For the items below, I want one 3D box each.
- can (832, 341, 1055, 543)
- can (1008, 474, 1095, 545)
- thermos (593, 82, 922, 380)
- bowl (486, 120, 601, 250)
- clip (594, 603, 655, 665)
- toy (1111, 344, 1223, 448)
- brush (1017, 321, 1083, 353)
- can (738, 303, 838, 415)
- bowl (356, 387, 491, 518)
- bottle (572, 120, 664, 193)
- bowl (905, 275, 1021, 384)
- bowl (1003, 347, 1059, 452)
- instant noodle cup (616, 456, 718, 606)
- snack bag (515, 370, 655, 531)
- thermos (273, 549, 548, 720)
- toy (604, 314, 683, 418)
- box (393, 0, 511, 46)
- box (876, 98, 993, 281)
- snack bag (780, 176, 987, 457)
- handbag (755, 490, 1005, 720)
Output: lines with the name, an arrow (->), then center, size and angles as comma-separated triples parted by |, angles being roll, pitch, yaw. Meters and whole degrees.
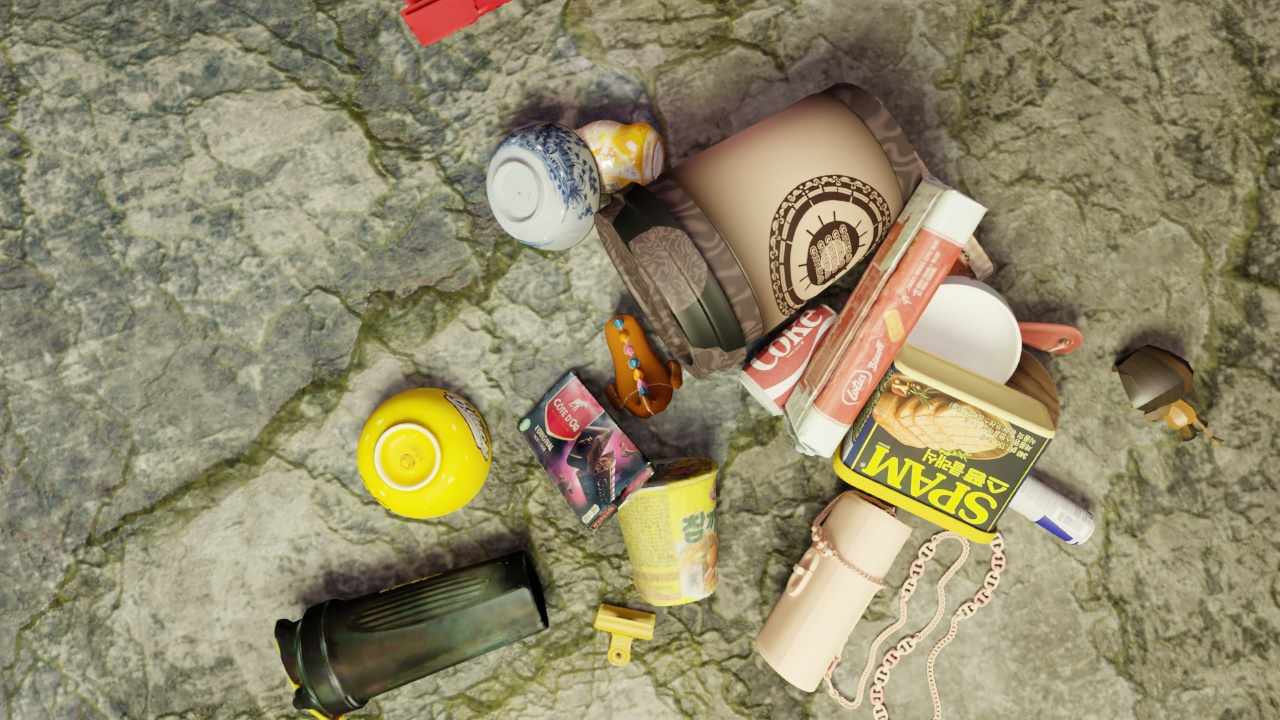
can -> 0.237, 0.062, 0.722 | 0.135, 0.075, 0.104 | 25, 114, 6
can -> 0.342, 0.122, 0.790 | 0.095, 0.032, 0.032 | 32, 89, 4
thermos -> 0.099, -0.112, 0.751 | 0.226, 0.173, 0.172 | -33, 86, -5
bowl -> -0.093, -0.147, 0.788 | 0.114, 0.045, 0.114 | 11, 111, 30
clip -> -0.016, 0.242, 0.807 | 0.054, 0.045, 0.048 | 12, 63, 2
toy -> 0.447, 0.033, 0.775 | 0.076, 0.063, 0.100 | -23, 69, -34
brush -> 0.293, -0.037, 0.796 | 0.172, 0.041, 0.030 | 10, 48, 4
can -> 0.136, -0.001, 0.795 | 0.096, 0.054, 0.054 | -43, 86, 1
bowl -> -0.194, 0.082, 0.802 | 0.117, 0.067, 0.117 | 0, 88, 3
bottle -> -0.036, -0.180, 0.807 | 0.109, 0.063, 0.063 | 8, 88, 15
bowl -> 0.254, -0.021, 0.753 | 0.105, 0.054, 0.105 | 6, 115, 14
bowl -> 0.293, 0.042, 0.790 | 0.119, 0.032, 0.119 | -2, 78, 11
instant noodle cup -> 0.025, 0.144, 0.779 | 0.102, 0.102, 0.108 | -9, 96, 2
snack bag -> -0.049, 0.073, 0.773 | 0.074, 0.018, 0.155 | -46, 42, 1
thermos -> -0.193, 0.233, 0.786 | 0.221, 0.098, 0.098 | -18, 87, -3
toy -> -0.005, 0.005, 0.780 | 0.070, 0.103, 0.090 | -21, 94, 3
box -> -0.099, -0.328, 0.651 | 0.211, 0.409, 0.107 | -24, 99, 2
box -> 0.240, -0.143, 0.785 | 0.054, 0.078, 0.187 | -35, 88, 28
snack bag -> 0.182, -0.032, 0.709 | 0.041, 0.077, 0.225 | 24, 108, -8
handbag -> 0.214, 0.205, 0.751 | 0.187, 0.116, 0.198 | 31, 90, 4
